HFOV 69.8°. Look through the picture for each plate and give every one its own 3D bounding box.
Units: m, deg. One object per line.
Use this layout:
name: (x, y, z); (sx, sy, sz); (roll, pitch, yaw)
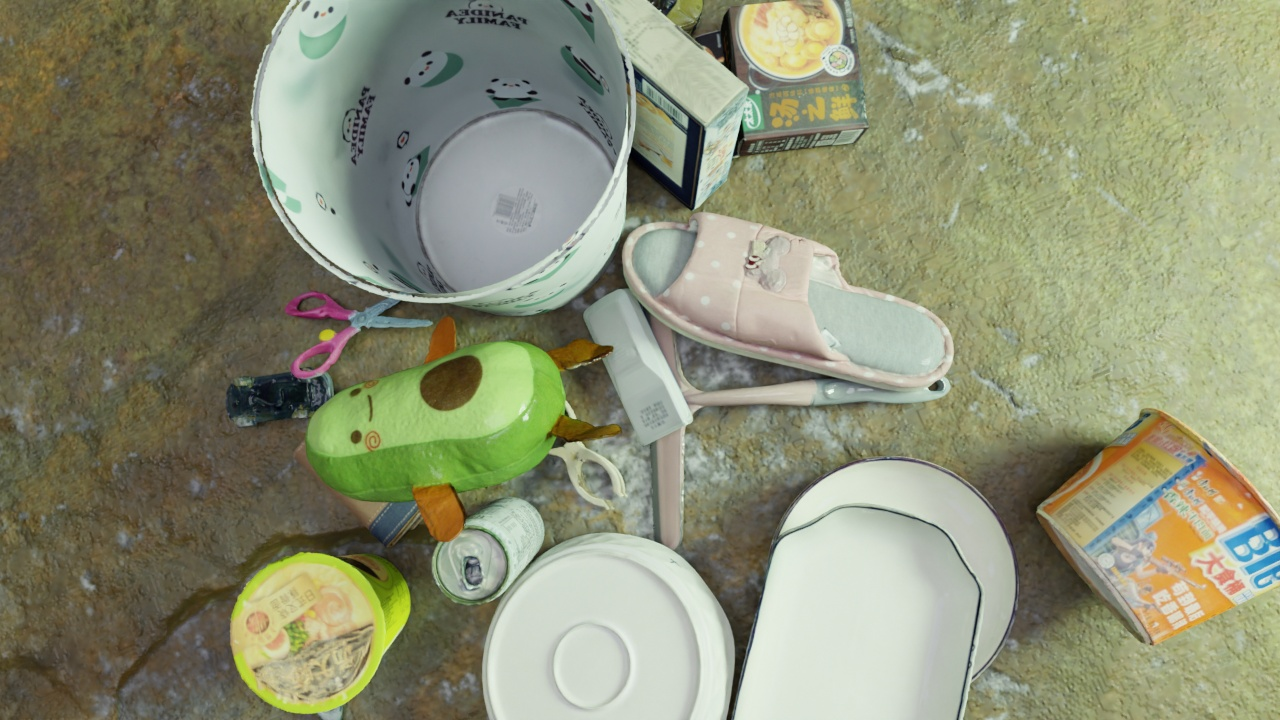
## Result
plate: (0.195, 0.171, 0.724); (0.192, 0.039, 0.192); (0, 86, 4)
plate: (0.156, 0.239, 0.684); (0.162, 0.034, 0.265); (12, 87, 5)
plate: (-0.032, 0.234, 0.704); (0.205, 0.045, 0.204); (-4, 72, 13)

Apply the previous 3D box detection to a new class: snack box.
snack box: (0.115, -0.232, 0.758); (0.125, 0.053, 0.113); (-7, 85, -2)
snack box: (-0.008, -0.211, 0.694); (0.178, 0.182, 0.045); (42, 84, 6)

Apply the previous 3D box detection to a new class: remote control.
remote control: (-0.004, 0.004, 0.747); (0.049, 0.024, 0.125); (-30, 81, 29)

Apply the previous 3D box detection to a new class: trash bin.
trash bin: (-0.109, -0.137, 0.660); (0.229, 0.252, 0.229); (0, 85, 4)

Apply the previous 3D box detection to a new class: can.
can: (-0.111, 0.140, 0.691); (0.058, 0.146, 0.058); (0, 89, 3)

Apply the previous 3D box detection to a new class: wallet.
wallet: (-0.218, 0.085, 0.761); (0.115, 0.033, 0.090); (40, 86, 6)

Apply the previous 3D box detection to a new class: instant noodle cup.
instant noodle cup: (-0.234, 0.197, 0.707); (0.112, 0.123, 0.111); (0, 86, 2)
instant noodle cup: (0.374, 0.127, 0.669); (0.111, 0.151, 0.151); (-37, 84, 8)

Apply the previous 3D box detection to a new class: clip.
clip: (-0.050, 0.079, 0.752); (0.070, 0.034, 0.100); (-44, 76, 0)

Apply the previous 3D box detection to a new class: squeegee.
squeegee: (0.127, 0.026, 0.741); (0.249, 0.040, 0.247); (-3, 84, 2)

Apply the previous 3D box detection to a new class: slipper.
slipper: (0.117, -0.050, 0.721); (0.274, 0.055, 0.114); (20, 56, 2)

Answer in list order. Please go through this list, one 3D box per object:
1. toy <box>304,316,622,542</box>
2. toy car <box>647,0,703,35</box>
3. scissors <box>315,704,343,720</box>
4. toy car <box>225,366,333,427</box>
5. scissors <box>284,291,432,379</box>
toy: (-0.136, 0.042, 0.681); (0.247, 0.226, 0.090); (-16, 129, 2)
toy car: (-0.025, -0.307, 0.775); (0.158, 0.042, 0.070); (3, 86, 1)
scissors: (-0.246, 0.332, 0.753); (0.159, 0.014, 0.178); (-34, 85, 1)
toy car: (-0.301, 0.031, 0.768); (0.090, 0.034, 0.043); (-9, 88, 4)
scissors: (-0.242, -0.038, 0.770); (0.133, 0.017, 0.118); (-35, 59, -16)
